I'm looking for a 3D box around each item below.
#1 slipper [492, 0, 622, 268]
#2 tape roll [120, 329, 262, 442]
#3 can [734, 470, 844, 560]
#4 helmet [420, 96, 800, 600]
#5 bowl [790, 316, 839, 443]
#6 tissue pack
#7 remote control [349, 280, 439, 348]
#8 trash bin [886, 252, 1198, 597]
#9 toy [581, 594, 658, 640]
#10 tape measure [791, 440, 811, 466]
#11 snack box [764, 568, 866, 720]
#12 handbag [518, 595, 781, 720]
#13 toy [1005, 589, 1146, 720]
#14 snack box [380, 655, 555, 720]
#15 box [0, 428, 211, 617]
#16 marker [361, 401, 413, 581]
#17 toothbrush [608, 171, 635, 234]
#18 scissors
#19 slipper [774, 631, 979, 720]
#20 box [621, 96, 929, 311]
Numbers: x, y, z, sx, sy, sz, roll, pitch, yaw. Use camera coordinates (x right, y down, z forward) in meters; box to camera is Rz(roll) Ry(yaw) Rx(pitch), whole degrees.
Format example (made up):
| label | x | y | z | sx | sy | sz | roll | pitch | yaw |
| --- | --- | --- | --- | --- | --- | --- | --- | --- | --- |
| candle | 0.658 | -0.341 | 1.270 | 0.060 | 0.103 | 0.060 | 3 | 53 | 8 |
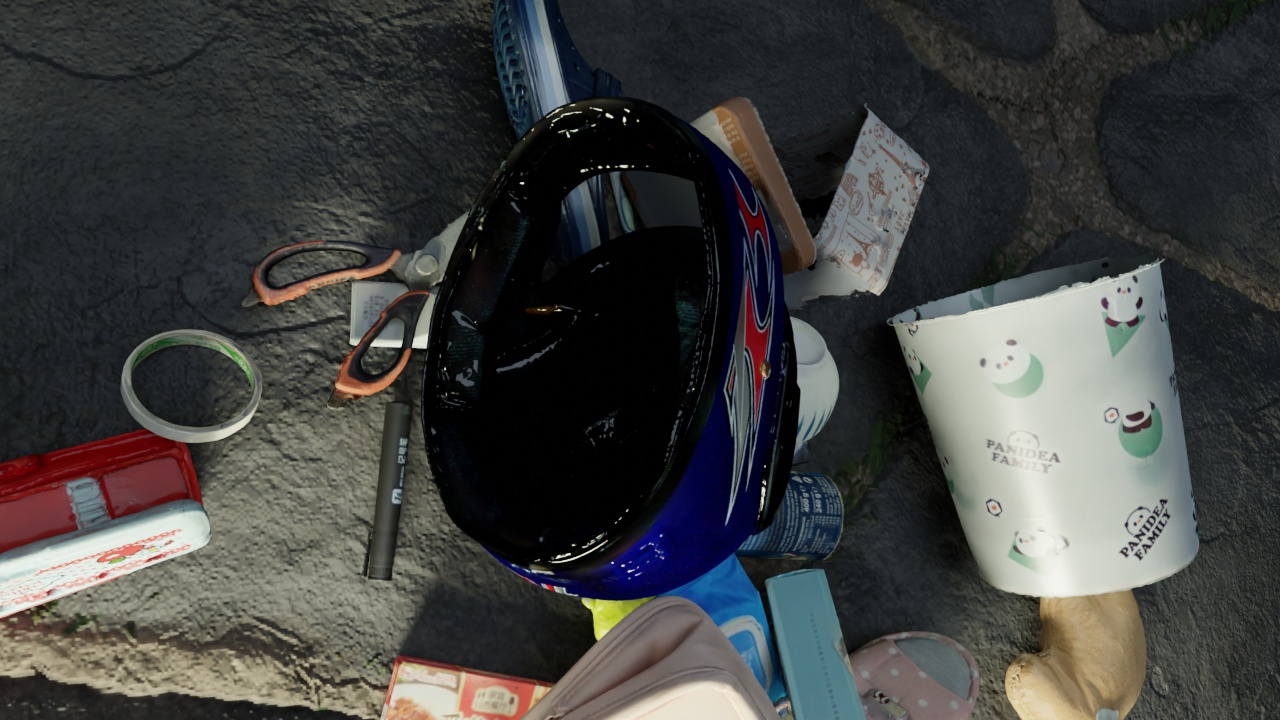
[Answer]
| label | x | y | z | sx | sy | sz | roll | pitch | yaw |
| --- | --- | --- | --- | --- | --- | --- | --- | --- | --- |
| slipper | -0.055 | -0.199 | 0.730 | 0.095 | 0.105 | 0.252 | -12 | 89 | -17 |
| tape roll | -0.303 | 0.016 | 0.622 | 0.085 | 0.014 | 0.085 | 19 | 46 | -21 |
| can | 0.104 | 0.127 | 0.763 | 0.111 | 0.075 | 0.075 | 7 | 79 | -22 |
| helmet | -0.004 | 0.004 | 0.640 | 0.247 | 0.240 | 0.315 | 14 | 91 | 24 |
| bowl | 0.115 | 0.005 | 0.764 | 0.116 | 0.066 | 0.116 | 11 | 45 | -12 |
| tissue pack | 0.059 | 0.230 | 0.721 | 0.094 | 0.052 | 0.157 | -28 | 115 | -24 |
| remote control | -0.159 | -0.034 | 0.707 | 0.124 | 0.024 | 0.049 | 2 | 79 | -21 |
| trash bin | 0.362 | 0.055 | 0.811 | 0.229 | 0.230 | 0.252 | -17 | 94 | -24 |
| toy | 0.005 | 0.194 | 0.736 | 0.096 | 0.031 | 0.100 | 42 | 68 | -14 |
| tape measure | 0.112 | 0.063 | 0.800 | 0.066 | 0.034 | 0.065 | -5 | 82 | -26 |
| snack box | 0.139 | 0.254 | 0.703 | 0.051 | 0.074 | 0.174 | -12 | 44 | 5 |
| handbag | -0.013 | 0.294 | 0.647 | 0.234 | 0.093 | 0.193 | -29 | 116 | 2 |
| toy | 0.431 | 0.266 | 0.877 | 0.143 | 0.083 | 0.225 | 47 | 65 | -23 |
| snack box | -0.114 | 0.270 | 0.677 | 0.152 | 0.025 | 0.075 | 18 | 76 | -19 |
| box | -0.373 | 0.105 | 0.553 | 0.201 | 0.102 | 0.095 | -17 | 89 | -25 |
| marker | -0.186 | 0.096 | 0.678 | 0.022 | 0.020 | 0.132 | 3 | 80 | 7 |
| toothbrush | -0.007 | -0.109 | 0.785 | 0.016 | 0.018 | 0.191 | -10 | 86 | -24 |
| scissors | -0.179 | -0.058 | 0.684 | 0.189 | 0.015 | 0.225 | 24 | 72 | -11 |
| slipper | 0.166 | 0.303 | 0.741 | 0.273 | 0.114 | 0.054 | -29 | 132 | -22 |
| box | 0.086 | -0.130 | 0.733 | 0.184 | 0.183 | 0.154 | 34 | 69 | -24 |
